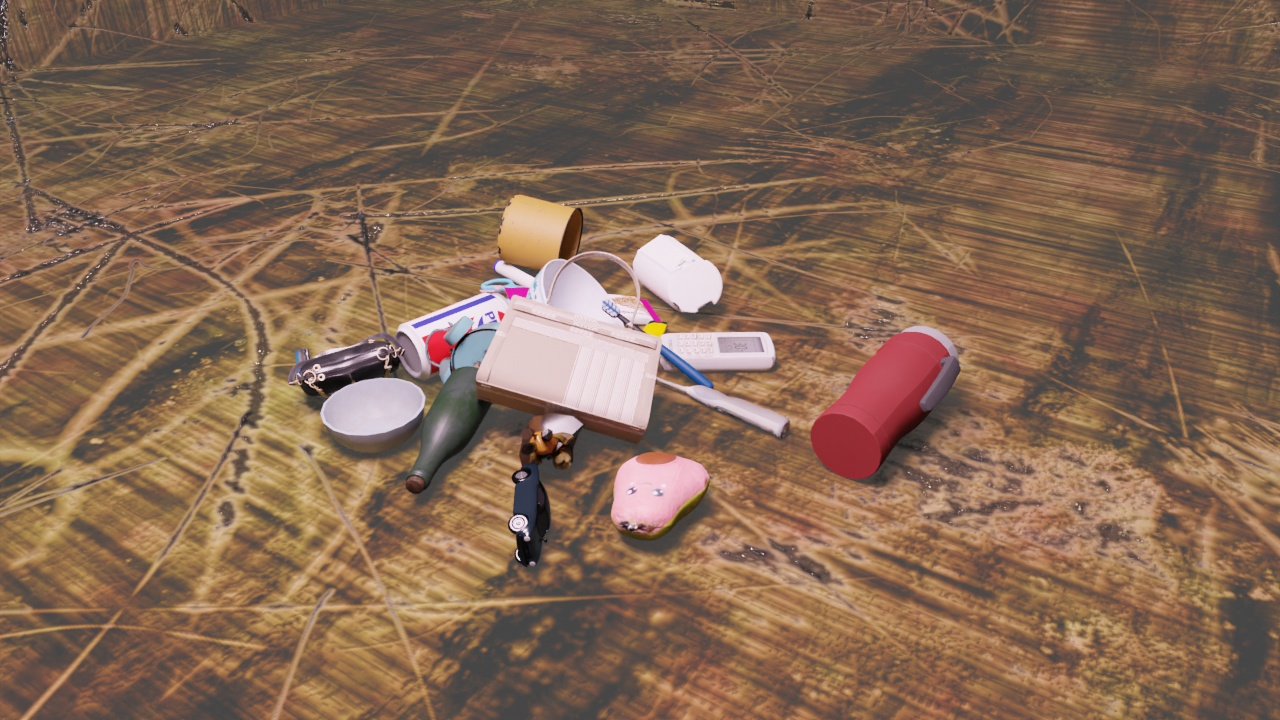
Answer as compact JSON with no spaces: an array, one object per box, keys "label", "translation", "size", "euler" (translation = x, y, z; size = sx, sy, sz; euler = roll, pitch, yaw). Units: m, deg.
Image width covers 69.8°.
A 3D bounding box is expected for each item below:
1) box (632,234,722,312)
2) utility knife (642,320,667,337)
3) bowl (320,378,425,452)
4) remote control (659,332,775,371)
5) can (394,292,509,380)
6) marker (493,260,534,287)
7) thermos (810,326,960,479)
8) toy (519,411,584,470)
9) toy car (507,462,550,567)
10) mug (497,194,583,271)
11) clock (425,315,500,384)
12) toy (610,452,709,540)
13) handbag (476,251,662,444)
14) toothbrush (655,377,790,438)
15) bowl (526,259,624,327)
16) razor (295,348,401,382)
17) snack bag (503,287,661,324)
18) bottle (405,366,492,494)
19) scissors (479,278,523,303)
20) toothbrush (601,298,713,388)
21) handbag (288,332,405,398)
[{"label":"box","translation":[0.051,-0.111,1.205],"size":[0.080,0.089,0.143],"euler":[-33,43,-14]},{"label":"utility knife","translation":[-0.006,0.006,1.077],"size":[0.030,0.019,0.223],"euler":[-3,26,19]},{"label":"bowl","translation":[-0.279,0.063,0.968],"size":[0.106,0.039,0.106],"euler":[0,32,0]},{"label":"remote control","translation":[0.091,-0.010,1.096],"size":[0.138,0.025,0.060],"euler":[-1,32,0]},{"label":"can","translation":[-0.218,-0.031,1.091],"size":[0.131,0.070,0.070],"euler":[-26,40,-35]},{"label":"marker","translation":[-0.155,-0.107,1.264],"size":[0.020,0.020,0.141],"euler":[-26,40,-35]},{"label":"thermos","translation":[0.266,0.037,0.950],"size":[0.108,0.084,0.198],"euler":[-19,13,48]},{"label":"toy","translation":[-0.091,0.080,0.897],"size":[0.076,0.100,0.062],"euler":[-36,76,6]},{"label":"toy car","translation":[-0.100,0.138,0.838],"size":[0.034,0.046,0.112],"euler":[-7,30,-1]},{"label":"mug","translation":[-0.140,-0.172,1.293],"size":[0.094,0.124,0.100],"euler":[16,79,8]},{"label":"clock","translation":[-0.179,-0.003,1.028],"size":[0.124,0.090,0.053],"euler":[16,21,-1]},{"label":"toy","translation":[0.014,0.127,0.849],"size":[0.090,0.051,0.109],"euler":[7,33,14]},{"label":"handbag","translation":[-0.060,-0.031,0.973],"size":[0.175,0.062,0.197],"euler":[16,65,-3]},{"label":"toothbrush","translation":[0.080,0.043,1.013],"size":[0.186,0.024,0.022],"euler":[21,-2,31]},{"label":"bowl","translation":[-0.090,-0.038,1.076],"size":[0.074,0.144,0.143],"euler":[-32,20,27]},{"label":"razor","translation":[-0.332,0.002,1.090],"size":[0.144,0.022,0.042],"euler":[-6,74,-17]},{"label":"snack bag","translation":[-0.071,-0.071,1.169],"size":[0.196,0.016,0.070],"euler":[4,30,-22]},{"label":"bottle","translation":[-0.199,0.074,0.937],"size":[0.055,0.055,0.173],"euler":[5,33,9]},{"label":"scissors","translation":[-0.164,-0.083,1.211],"size":[0.141,0.015,0.110],"euler":[1,37,28]},{"label":"toothbrush","translation":[0.019,-0.018,1.064],"size":[0.168,0.014,0.014],"euler":[39,78,16]},{"label":"handbag","translation":[-0.325,0.005,1.018],"size":[0.128,0.054,0.079],"euler":[-18,0,-16]}]
